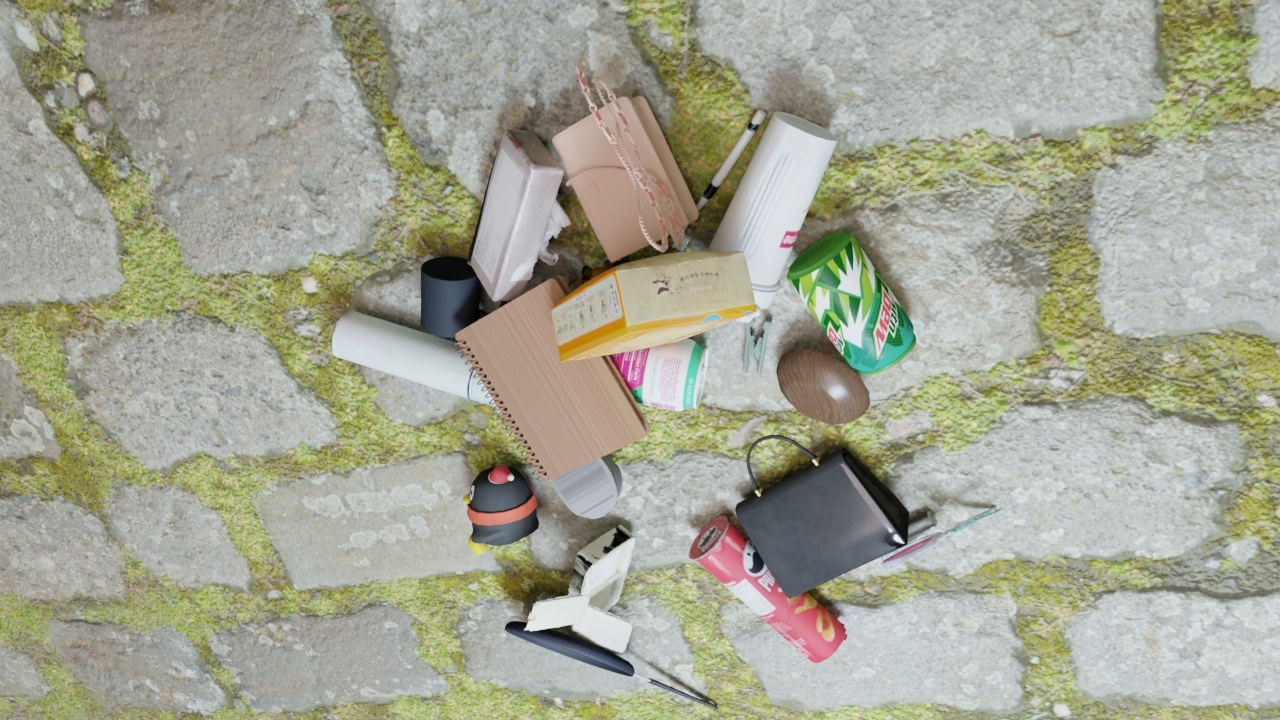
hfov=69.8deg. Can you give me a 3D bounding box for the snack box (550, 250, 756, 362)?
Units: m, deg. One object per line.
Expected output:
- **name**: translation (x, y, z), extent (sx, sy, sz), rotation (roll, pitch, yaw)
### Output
- **snack box**: translation (0.006, -0.060, 0.954), extent (0.196, 0.145, 0.080), rotation (-19, 82, 65)

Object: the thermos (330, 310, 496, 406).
- **thermos**: translation (-0.282, -0.003, 1.192), extent (0.230, 0.067, 0.068), rotation (16, 121, 6)

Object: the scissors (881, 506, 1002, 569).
- **scissors**: translation (0.358, 0.217, 1.124), extent (0.172, 0.159, 0.014), rotation (-24, 77, -14)

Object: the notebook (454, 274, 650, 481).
- **notebook**: translation (-0.109, 0.028, 1.080), extent (0.169, 0.022, 0.210), rotation (-26, 99, 27)

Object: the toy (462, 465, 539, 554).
- **toy**: translation (-0.192, 0.193, 1.258), extent (0.100, 0.097, 0.119), rotation (-7, 109, 0)

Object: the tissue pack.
- **tissue pack**: translation (-0.137, -0.160, 1.053), extent (0.104, 0.071, 0.182), rotation (52, 130, 39)

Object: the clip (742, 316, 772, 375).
- **clip**: translation (0.137, -0.018, 1.091), extent (0.047, 0.023, 0.076), rotation (10, 118, 12)

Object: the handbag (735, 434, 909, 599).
- **handbag**: translation (0.205, 0.175, 1.154), extent (0.176, 0.072, 0.196), rotation (-34, 100, 28)

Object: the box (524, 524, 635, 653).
- **box**: translation (-0.064, 0.335, 1.225), extent (0.101, 0.193, 0.144), rotation (34, 130, 28)

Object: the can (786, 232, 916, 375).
- **can**: translation (0.232, -0.061, 1.004), extent (0.083, 0.082, 0.144), rotation (-31, 106, 27)

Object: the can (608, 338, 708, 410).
- **can**: translation (-0.007, 0.006, 1.105), extent (0.166, 0.088, 0.088), rotation (11, 120, 10)

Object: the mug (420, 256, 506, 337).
- **mug**: translation (-0.218, -0.078, 1.137), extent (0.105, 0.071, 0.078), rotation (2, 120, -11)

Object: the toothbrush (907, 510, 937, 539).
- **toothbrush**: translation (0.300, 0.246, 1.188), extent (0.186, 0.024, 0.022), rotation (-39, 63, 30)

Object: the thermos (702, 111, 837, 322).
- **thermos**: translation (0.130, -0.148, 0.981), extent (0.099, 0.099, 0.221), rotation (24, 118, 2)

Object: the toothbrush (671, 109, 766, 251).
- **toothbrush**: translation (0.086, -0.195, 1.015), extent (0.017, 0.012, 0.187), rotation (26, 122, -14)

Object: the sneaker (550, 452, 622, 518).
- **sneaker**: translation (-0.095, 0.090, 1.183), extent (0.099, 0.089, 0.236), rotation (-27, 84, 5)

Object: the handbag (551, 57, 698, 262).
- **handbag**: translation (-0.044, -0.191, 0.948), extent (0.117, 0.186, 0.199), rotation (-22, 98, 25)

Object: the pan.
- **pan**: translation (-0.034, 0.451, 1.356), extent (0.356, 0.021, 0.199), rotation (27, 158, -16)

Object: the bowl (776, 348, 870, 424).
- **bowl**: translation (0.206, 0.038, 1.064), extent (0.118, 0.030, 0.118), rotation (27, 151, 17)

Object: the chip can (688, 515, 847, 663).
- **chip can**: translation (0.173, 0.310, 1.230), extent (0.233, 0.073, 0.073), rotation (42, 120, -10)

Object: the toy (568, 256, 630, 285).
- **toy**: translation (-0.033, -0.096, 1.075), extent (0.100, 0.062, 0.076), rotation (3, 156, -2)
